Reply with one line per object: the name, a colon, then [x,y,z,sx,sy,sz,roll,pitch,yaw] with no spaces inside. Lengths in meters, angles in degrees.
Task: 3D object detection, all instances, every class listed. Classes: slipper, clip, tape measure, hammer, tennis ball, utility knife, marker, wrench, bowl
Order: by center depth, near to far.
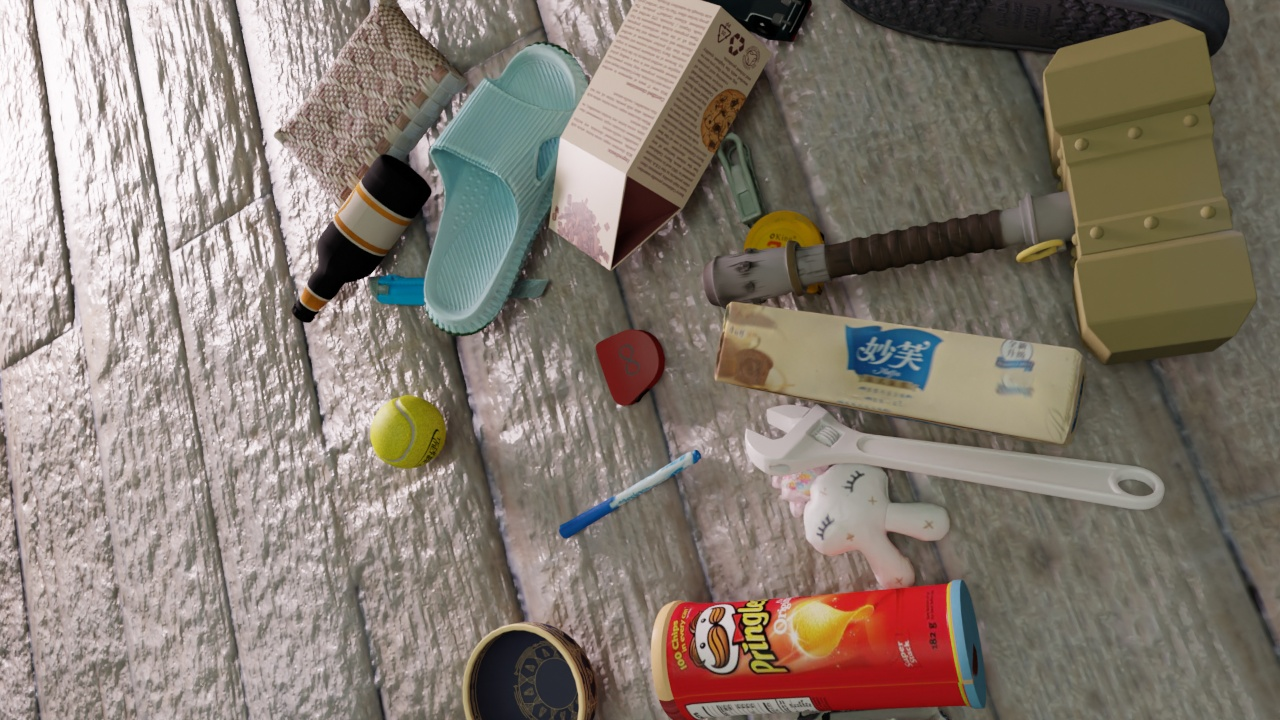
slipper: [0.252,-0.266,0.613,0.268,0.110,0.083,21,91,23]
hammer: [0.198,-0.081,0.616,0.325,0.100,0.190,-9,81,23]
wrench: [0.206,0.068,0.633,0.274,0.066,0.018,7,130,23]
tape measure: [0.110,-0.084,0.704,0.068,0.030,0.059,11,90,22]
clip: [0.081,-0.143,0.727,0.023,0.043,0.076,-20,75,21]
bowl: [-0.080,0.267,0.744,0.113,0.061,0.112,-3,83,26]
marker: [-0.009,0.110,0.754,0.142,0.013,0.013,-33,72,19]
tape measure: [-0.004,0.004,0.759,0.051,0.019,0.059,-22,82,20]
slipper: [-0.127,-0.155,0.803,0.116,0.069,0.276,22,90,22]
tennis ball: [-0.209,0.065,0.827,0.065,0.065,0.065,-3,83,26]
utility knife: [-0.174,-0.067,0.853,0.207,0.015,0.031,1,90,25]

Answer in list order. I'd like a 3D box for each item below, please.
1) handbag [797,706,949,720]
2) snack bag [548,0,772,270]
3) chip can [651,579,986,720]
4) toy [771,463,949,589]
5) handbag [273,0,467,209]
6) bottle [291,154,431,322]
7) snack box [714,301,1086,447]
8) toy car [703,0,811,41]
handbag: [0.133,0.321,0.627,0.176,0.074,0.151,-12,79,25]
snack bag: [0.001,-0.179,0.732,0.094,0.069,0.206,39,102,43]
chip can: [0.121,0.203,0.639,0.214,0.087,0.087,-12,79,24]
toy: [0.151,0.108,0.660,0.125,0.037,0.076,33,96,21]
handbag: [-0.264,-0.247,0.899,0.186,0.047,0.124,-46,76,15]
bottle: [-0.277,-0.110,0.882,0.182,0.059,0.059,-49,67,14]
snack box: [0.171,0.010,0.596,0.208,0.153,0.055,10,90,27]
toy car: [0.082,-0.290,0.737,0.112,0.034,0.046,30,98,25]
